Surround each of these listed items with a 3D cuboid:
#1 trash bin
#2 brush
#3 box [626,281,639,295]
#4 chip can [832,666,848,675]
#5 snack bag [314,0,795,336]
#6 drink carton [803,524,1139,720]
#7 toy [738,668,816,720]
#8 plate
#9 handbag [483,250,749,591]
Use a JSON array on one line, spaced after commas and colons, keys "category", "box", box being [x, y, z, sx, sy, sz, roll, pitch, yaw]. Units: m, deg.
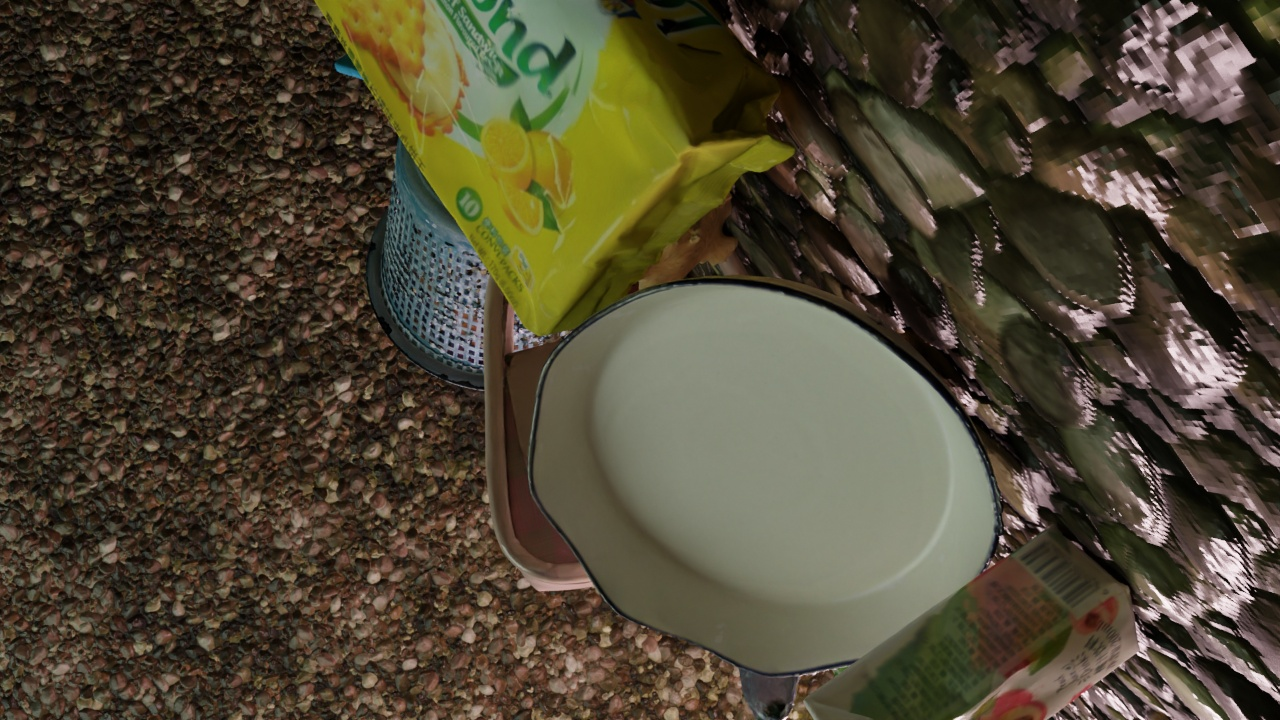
[{"category": "trash bin", "box": [-0.107, -0.111, 0.719, 0.226, 0.226, 0.195, 54, 160, 11]}, {"category": "brush", "box": [-0.064, -0.114, 0.496, 0.255, 0.083, 0.046, 32, 152, 14]}, {"category": "box", "box": [0.053, 0.004, 0.737, 0.168, 0.079, 0.091, 47, 173, 24]}, {"category": "chip can", "box": [0.104, 0.096, 0.601, 0.236, 0.072, 0.072, 61, 179, 19]}, {"category": "snack bag", "box": [-0.053, -0.137, 0.373, 0.246, 0.068, 0.158, 56, 145, 6]}, {"category": "drink carton", "box": [0.126, 0.121, 0.355, 0.053, 0.122, 0.045, 57, 178, -40]}, {"category": "toy", "box": [0.093, 0.165, 0.714, 0.356, 0.091, 0.138, -26, -75, -84]}, {"category": "plate", "box": [0.049, 0.051, 0.407, 0.205, 0.205, 0.045, 56, -146, -15]}, {"category": "handbag", "box": [-0.003, 0.003, 0.534, 0.093, 0.193, 0.234, 85, 169, -84]}]
